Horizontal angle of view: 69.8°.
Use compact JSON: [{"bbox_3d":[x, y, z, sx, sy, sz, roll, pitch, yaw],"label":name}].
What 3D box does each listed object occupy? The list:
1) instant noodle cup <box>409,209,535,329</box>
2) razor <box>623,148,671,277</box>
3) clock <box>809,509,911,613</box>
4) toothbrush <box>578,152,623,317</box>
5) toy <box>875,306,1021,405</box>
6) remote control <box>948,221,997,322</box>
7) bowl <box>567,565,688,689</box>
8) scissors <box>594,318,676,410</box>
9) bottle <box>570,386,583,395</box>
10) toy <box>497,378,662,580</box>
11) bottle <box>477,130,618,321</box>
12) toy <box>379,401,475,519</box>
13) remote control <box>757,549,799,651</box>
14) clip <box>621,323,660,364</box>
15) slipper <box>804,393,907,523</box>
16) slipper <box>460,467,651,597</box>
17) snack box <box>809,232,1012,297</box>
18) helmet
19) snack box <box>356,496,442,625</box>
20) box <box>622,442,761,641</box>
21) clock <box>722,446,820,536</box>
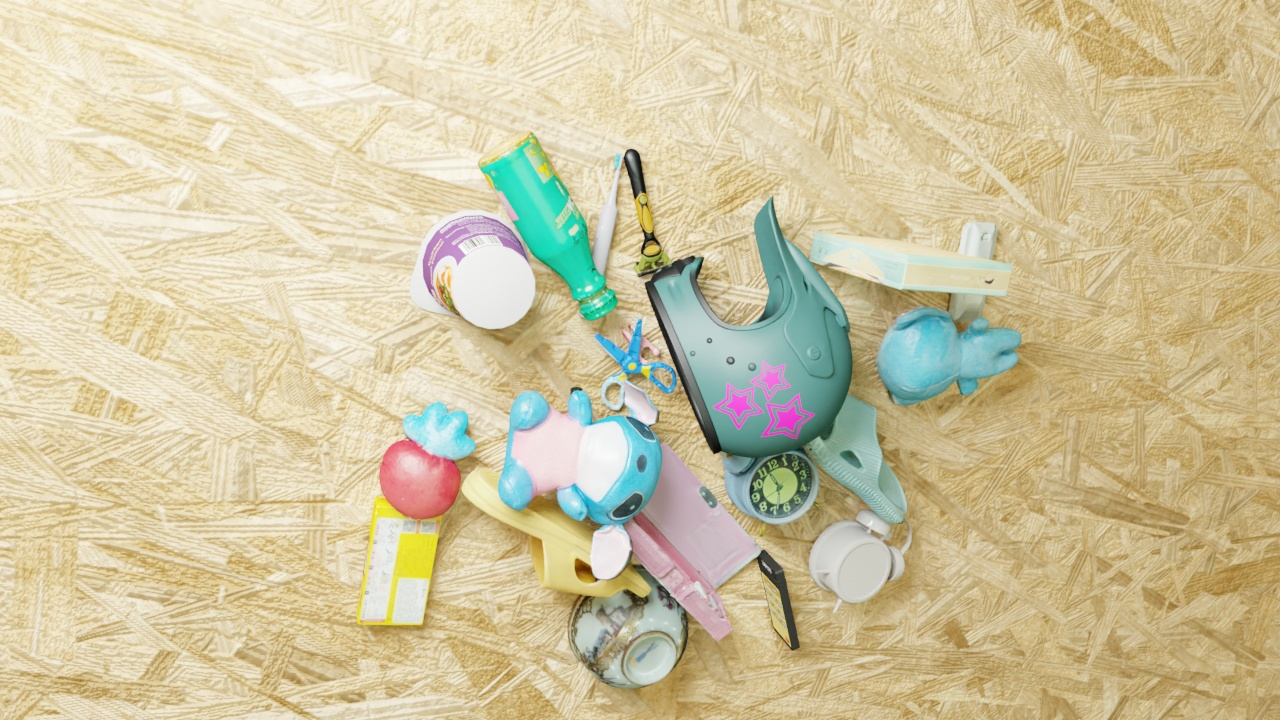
[{"bbox_3d":[-0.168,-0.083,0.946,0.136,0.122,0.122,-31,114,-9],"label":"instant noodle cup"},{"bbox_3d":[0.003,-0.168,1.039,0.044,0.021,0.144,-18,110,-14],"label":"razor"},{"bbox_3d":[0.307,0.268,1.270,0.159,0.061,0.120,-32,115,-13],"label":"clock"},{"bbox_3d":[-0.042,-0.139,1.032,0.019,0.018,0.188,8,104,-20],"label":"toothbrush"},{"bbox_3d":[0.393,-0.016,1.183,0.180,0.114,0.184,-11,134,2],"label":"toy"},{"bbox_3d":[0.441,-0.116,1.213,0.050,0.022,0.133,-2,107,-20],"label":"remote control"},{"bbox_3d":[-0.004,0.353,1.160,0.159,0.094,0.160,-6,108,-18],"label":"bowl"},{"bbox_3d":[-0.015,0.010,1.080,0.123,0.016,0.125,-43,118,12],"label":"scissors"},{"bbox_3d":[-0.075,0.091,1.085,0.033,0.033,0.123,-5,108,-19],"label":"bottle"},{"bbox_3d":[-0.065,0.124,1.023,0.191,0.099,0.224,12,82,-21],"label":"toy"},{"bbox_3d":[-0.091,-0.138,0.981,0.068,0.068,0.210,-34,112,-8],"label":"bottle"},{"bbox_3d":[-0.237,0.111,1.020,0.092,0.062,0.132,25,82,-17],"label":"toy"},{"bbox_3d":[0.186,0.324,1.240,0.013,0.058,0.133,-20,112,-14],"label":"remote control"},{"bbox_3d":[0.004,-0.020,1.085,0.045,0.023,0.060,-21,114,-17],"label":"clip"},{"bbox_3d":[0.283,0.116,1.182,0.070,0.115,0.276,-28,125,30],"label":"slipper"},{"bbox_3d":[-0.106,0.219,1.080,0.263,0.099,0.078,36,94,-22],"label":"slipper"},{"bbox_3d":[0.309,-0.114,1.070,0.141,0.193,0.044,3,103,-21],"label":"snack box"},{"bbox_3d":[0.135,-0.031,1.043,0.200,0.176,0.275,-22,91,-1],"label":"helmet"},{"bbox_3d":[-0.279,0.233,1.060,0.075,0.025,0.152,7,104,-22],"label":"snack box"},{"bbox_3d":[0.065,0.225,1.146,0.115,0.106,0.232,-38,114,5],"label":"box"},{"bbox_3d":[0.165,0.138,1.173,0.118,0.060,0.162,-28,110,-8],"label":"clock"}]
